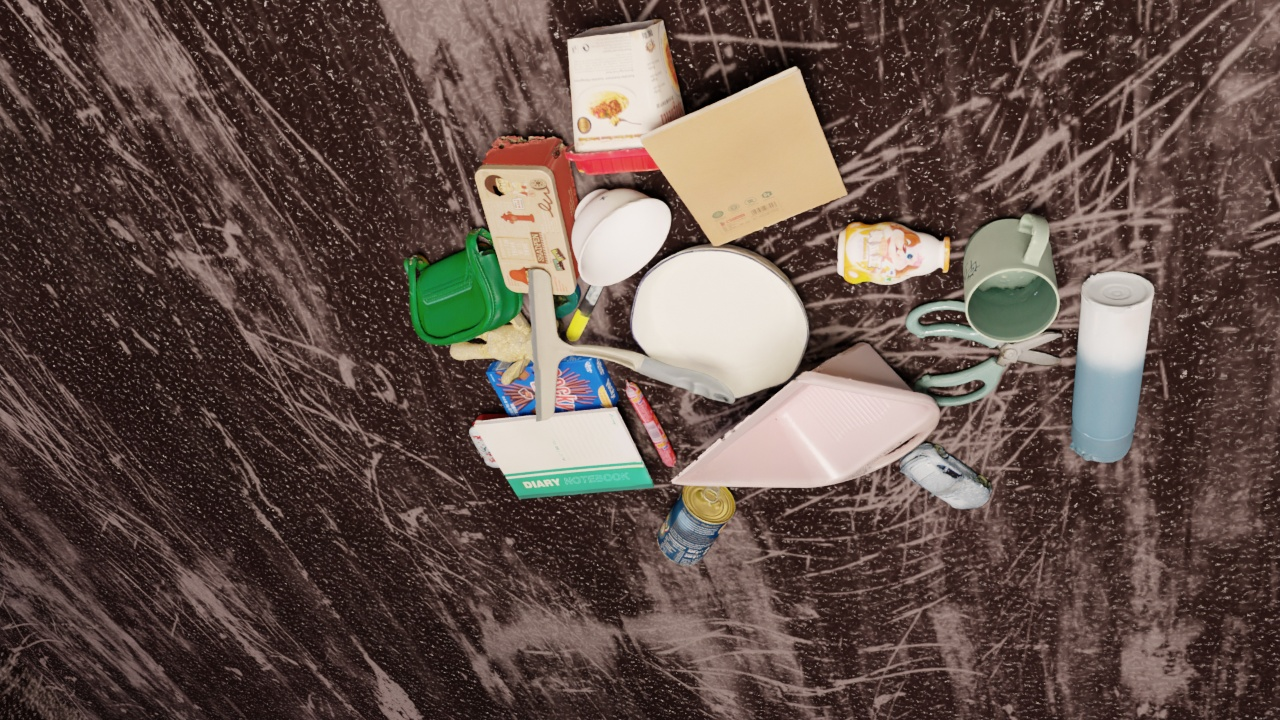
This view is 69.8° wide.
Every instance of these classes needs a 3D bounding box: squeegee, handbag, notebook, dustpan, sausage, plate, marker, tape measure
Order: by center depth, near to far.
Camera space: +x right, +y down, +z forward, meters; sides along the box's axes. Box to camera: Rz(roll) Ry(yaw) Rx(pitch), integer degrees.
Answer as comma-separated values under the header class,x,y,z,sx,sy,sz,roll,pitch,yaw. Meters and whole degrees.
class,x,y,z,sx,sy,sz,roll,pitch,yaw
notebook,0.104,-0.182,0.865,0.148,0.008,0.207,-20,153,16
dustpan,0.207,0.091,1.020,0.139,0.272,0.223,53,134,10
plate,0.091,-0.047,1.047,0.205,0.045,0.205,10,132,11
squeegee,-0.006,0.006,1.072,0.247,0.039,0.247,14,135,11
handbag,-0.215,-0.084,1.089,0.132,0.067,0.120,-18,95,32
tape measure,-0.100,-0.079,1.096,0.055,0.025,0.058,-29,116,36
marker,-0.062,-0.070,1.099,0.018,0.015,0.124,26,129,-5
sausage,0.015,0.084,1.198,0.020,0.020,0.156,-11,124,26
notebook,-0.101,0.126,1.224,0.209,0.012,0.150,-7,128,23

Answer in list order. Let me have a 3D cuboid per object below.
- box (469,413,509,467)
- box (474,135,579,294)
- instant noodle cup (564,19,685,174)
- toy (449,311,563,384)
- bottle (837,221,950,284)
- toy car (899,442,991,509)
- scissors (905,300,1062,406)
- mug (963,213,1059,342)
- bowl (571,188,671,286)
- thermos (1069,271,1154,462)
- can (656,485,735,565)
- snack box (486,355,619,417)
class,x,y,z,sx,sy,sz,roll,pitch,yaw
box,-0.133,0.115,1.254,0.201,0.048,0.087,-1,128,18
box,-0.115,-0.161,1.007,0.091,0.079,0.168,4,136,13
instant noodle cup,-0.014,-0.252,0.874,0.117,0.116,0.124,-1,116,19
toy,-0.169,-0.022,1.149,0.157,0.066,0.105,3,87,20
bottle,0.256,-0.108,0.930,0.108,0.063,0.063,3,129,15
toy car,0.374,0.146,1.123,0.120,0.036,0.054,31,131,-13
scissors,0.369,0.003,1.017,0.174,0.019,0.178,14,131,4
mug,0.359,-0.092,0.880,0.082,0.106,0.112,16,132,6
bowl,-0.033,-0.144,0.984,0.064,0.118,0.119,50,138,27
thermos,0.489,0.014,0.957,0.070,0.070,0.221,-1,129,19
can,0.074,0.222,1.257,0.075,0.075,0.111,23,132,-2
snack box,-0.115,0.032,1.192,0.157,0.026,0.084,-8,125,24
